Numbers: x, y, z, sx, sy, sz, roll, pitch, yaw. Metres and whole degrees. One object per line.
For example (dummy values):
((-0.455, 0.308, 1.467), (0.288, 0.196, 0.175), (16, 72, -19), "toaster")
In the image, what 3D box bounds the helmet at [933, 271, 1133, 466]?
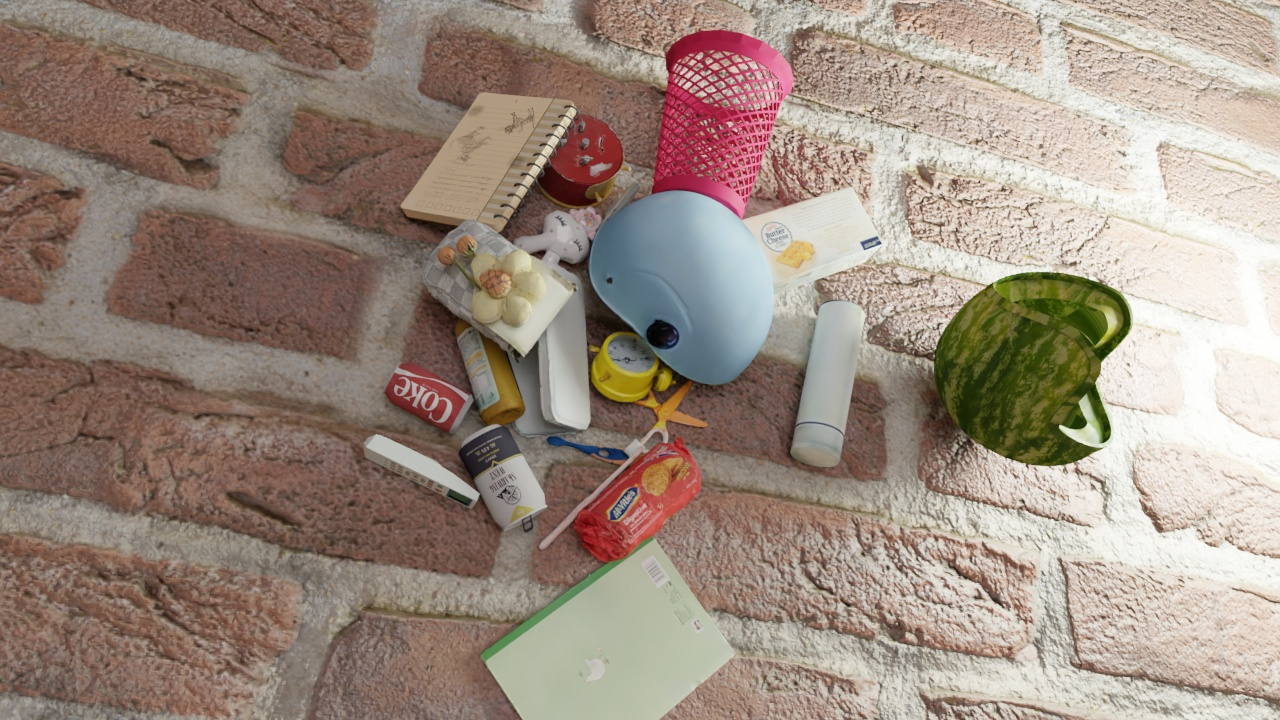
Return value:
((0.522, 0.017, 1.243), (0.243, 0.247, 0.212), (18, 34, 32), "helmet")

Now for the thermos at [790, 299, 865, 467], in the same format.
((0.256, 0.029, 1.248), (0.068, 0.068, 0.229), (21, 65, -9), "thermos")

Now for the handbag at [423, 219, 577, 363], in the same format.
((-0.177, -0.094, 1.064), (0.171, 0.123, 0.112), (34, 82, 20), "handbag")

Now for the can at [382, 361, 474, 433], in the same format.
((-0.251, 0.043, 1.086), (0.096, 0.054, 0.053), (29, 64, -6), "can")

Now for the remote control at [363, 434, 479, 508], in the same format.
((-0.251, 0.125, 1.057), (0.143, 0.050, 0.024), (27, 65, -7), "remote control")

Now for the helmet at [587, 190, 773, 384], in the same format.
((0.071, -0.101, 1.168), (0.265, 0.167, 0.224), (50, 41, -5), "helmet")

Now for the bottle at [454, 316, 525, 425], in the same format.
((-0.192, -0.012, 1.121), (0.053, 0.053, 0.186), (-13, 66, -22), "bottle")

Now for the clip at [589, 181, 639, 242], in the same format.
((-0.030, -0.203, 1.254), (0.038, 0.102, 0.054), (41, 19, -5), "clip")

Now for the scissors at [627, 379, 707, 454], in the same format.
((0.028, 0.073, 1.188), (0.125, 0.011, 0.128), (17, 67, -10), "scissors")

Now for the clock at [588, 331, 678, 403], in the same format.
((-0.007, 0.007, 1.170), (0.118, 0.057, 0.083), (-2, 52, -24), "clock")

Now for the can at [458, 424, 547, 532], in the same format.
((-0.158, 0.141, 1.072), (0.064, 0.064, 0.127), (-26, 80, -25), "can")

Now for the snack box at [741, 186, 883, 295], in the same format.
((0.237, -0.171, 1.323), (0.207, 0.058, 0.104), (-20, 77, -24), "snack box")

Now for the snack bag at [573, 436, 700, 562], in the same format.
((0.000, 0.171, 1.107), (0.176, 0.082, 0.082), (-40, 86, -25), "snack bag")

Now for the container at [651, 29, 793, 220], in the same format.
((0.100, -0.306, 1.276), (0.183, 0.183, 0.225), (17, 73, -11), "container")

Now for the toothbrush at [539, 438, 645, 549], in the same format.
((-0.060, 0.162, 1.116), (0.018, 0.016, 0.180), (45, 69, 2), "toothbrush")

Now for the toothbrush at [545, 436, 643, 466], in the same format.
((-0.053, 0.114, 1.146), (0.135, 0.017, 0.021), (14, 70, -15), "toothbrush")

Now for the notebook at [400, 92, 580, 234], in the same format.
((-0.191, -0.262, 1.190), (0.168, 0.024, 0.225), (13, 61, 26), "notebook")

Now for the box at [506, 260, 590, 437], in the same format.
((-0.128, -0.005, 1.159), (0.107, 0.110, 0.216), (25, 57, -56), "box")

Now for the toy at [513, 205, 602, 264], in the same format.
((-0.102, -0.161, 1.215), (0.125, 0.037, 0.076), (-36, 92, -14), "toy")

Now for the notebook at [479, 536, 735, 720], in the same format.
((-0.033, 0.342, 1.067), (0.252, 0.010, 0.182), (-32, 82, -26), "notebook")

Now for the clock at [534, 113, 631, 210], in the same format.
((-0.095, -0.286, 1.245), (0.159, 0.081, 0.116), (40, 63, 0), "clock")
